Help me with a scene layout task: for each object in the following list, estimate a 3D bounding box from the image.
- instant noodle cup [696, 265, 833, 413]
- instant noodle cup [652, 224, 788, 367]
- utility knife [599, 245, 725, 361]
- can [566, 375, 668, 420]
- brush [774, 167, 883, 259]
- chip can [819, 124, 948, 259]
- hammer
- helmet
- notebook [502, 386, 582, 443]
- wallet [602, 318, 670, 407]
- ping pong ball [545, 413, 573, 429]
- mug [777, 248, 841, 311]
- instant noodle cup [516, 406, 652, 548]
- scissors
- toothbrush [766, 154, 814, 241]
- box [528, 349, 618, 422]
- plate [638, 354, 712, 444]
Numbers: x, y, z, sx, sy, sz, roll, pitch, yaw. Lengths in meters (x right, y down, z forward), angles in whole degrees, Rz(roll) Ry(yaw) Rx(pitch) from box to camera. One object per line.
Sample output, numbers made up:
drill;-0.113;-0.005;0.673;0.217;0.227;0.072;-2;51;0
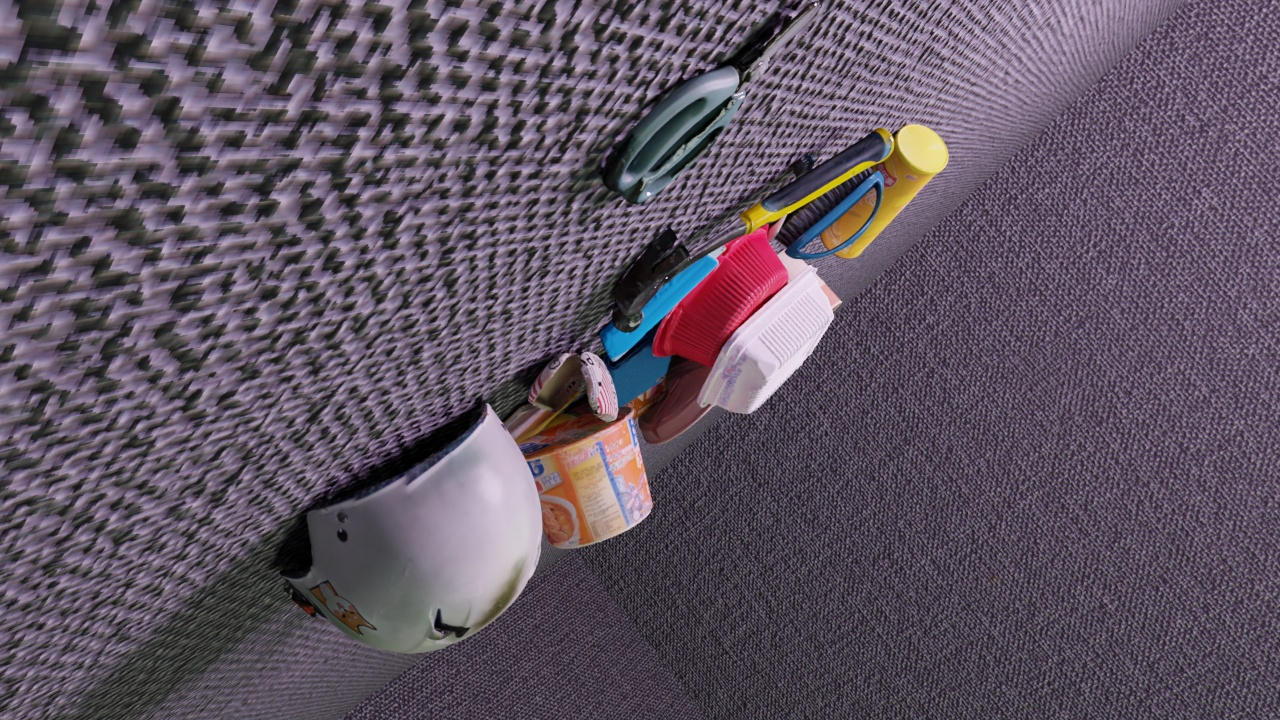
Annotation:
instant noodle cup;0.147;-0.012;1.026;0.173;0.060;0.138;-38;162;-33
instant noodle cup;0.099;-0.061;1.007;0.193;0.066;0.194;-46;166;-16
utility knife;0.022;-0.062;0.911;0.159;0.034;0.018;-42;-153;2
can;-0.031;0.057;1.177;0.146;0.058;0.058;-33;169;-37
brush;0.231;-0.170;1.085;0.144;0.073;0.055;-41;175;7
chip can;0.313;-0.216;1.203;0.071;0.072;0.214;-35;171;-28
hammer;0.113;-0.135;0.856;0.322;0.032;0.126;-32;169;-18
helmet;-0.183;0.175;0.825;0.229;0.157;0.275;-32;168;-40
notebook;-0.163;0.106;1.029;0.207;0.010;0.145;-44;170;21
wallet;-0.006;0.006;1.085;0.106;0.040;0.133;-36;163;-21
ping pong ball;-0.095;0.084;1.102;0.040;0.040;0.040;-39;171;-8
mug;0.204;-0.083;1.286;0.115;0.106;0.081;-44;170;24
instant noodle cup;-0.060;0.128;0.996;0.151;0.111;0.151;-19;-173;2
scissors;0.050;-0.160;0.591;0.185;0.019;0.130;-37;171;-7
toothbrush;0.153;-0.167;0.975;0.018;0.016;0.192;-27;168;-13
box;-0.070;0.027;0.891;0.087;0.076;0.163;-12;175;4
plate;0.074;0.016;1.241;0.230;0.028;0.229;-46;-166;15
